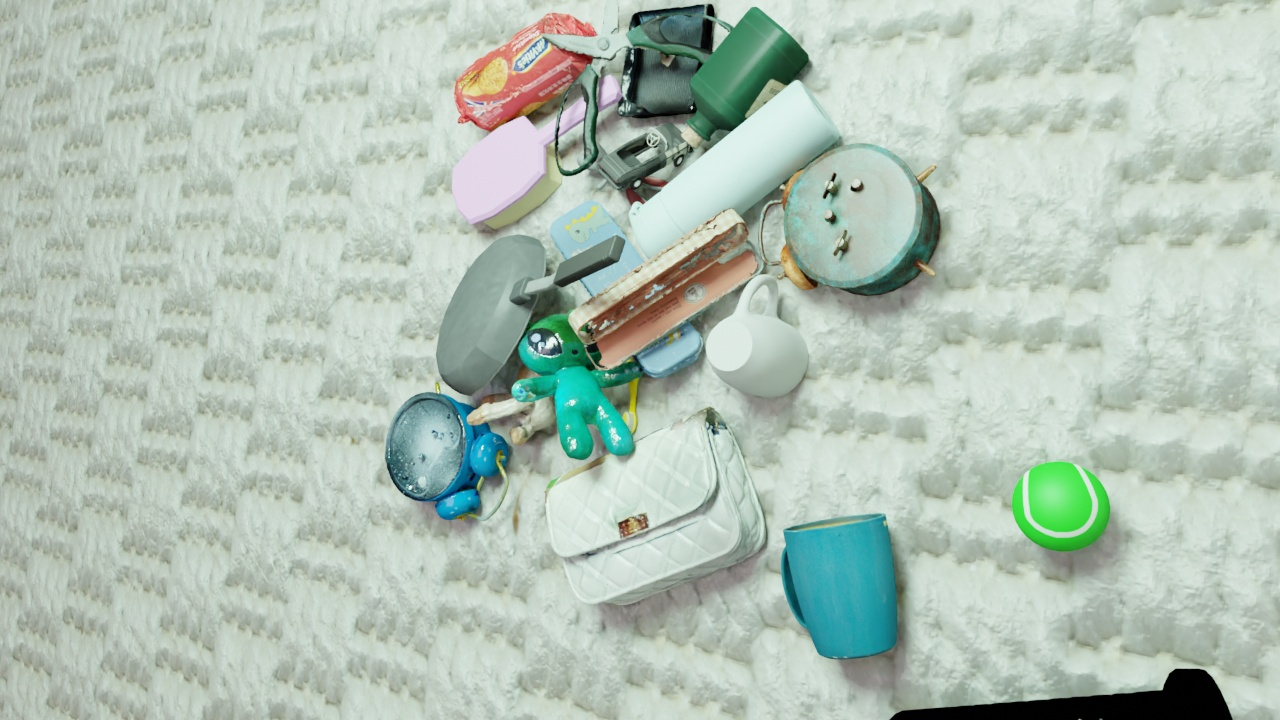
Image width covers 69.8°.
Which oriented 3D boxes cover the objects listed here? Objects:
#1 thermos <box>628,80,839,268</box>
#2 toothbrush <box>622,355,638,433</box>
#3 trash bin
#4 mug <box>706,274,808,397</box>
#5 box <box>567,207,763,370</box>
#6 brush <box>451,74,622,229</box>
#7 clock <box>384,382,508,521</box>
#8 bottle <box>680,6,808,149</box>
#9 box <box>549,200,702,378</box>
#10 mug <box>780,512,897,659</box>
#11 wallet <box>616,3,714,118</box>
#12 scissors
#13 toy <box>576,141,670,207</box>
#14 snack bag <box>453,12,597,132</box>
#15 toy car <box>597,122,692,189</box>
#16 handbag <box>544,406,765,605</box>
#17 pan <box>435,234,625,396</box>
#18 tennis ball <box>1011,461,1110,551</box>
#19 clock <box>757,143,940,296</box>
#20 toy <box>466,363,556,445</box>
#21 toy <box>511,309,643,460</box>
[{"bbox_3d":[0.081,-0.166,0.846,0.207,0.065,0.078,-37,108,22],"label":"thermos"},{"bbox_3d":[-0.005,0.005,0.904,0.021,0.016,0.135,4,85,30],"label":"toothbrush"},{"bbox_3d":[0.273,0.304,0.604,0.200,0.195,0.195,-15,75,39],"label":"trash bin"},{"bbox_3d":[0.099,-0.025,0.801,0.071,0.089,0.107,6,86,32],"label":"mug"},{"bbox_3d":[0.024,-0.062,0.838,0.187,0.085,0.048,-34,45,1],"label":"box"},{"bbox_3d":[-0.106,-0.225,0.982,0.229,0.043,0.089,-29,69,25],"label":"brush"},{"bbox_3d":[-0.205,0.106,0.988,0.161,0.060,0.117,43,104,27],"label":"clock"},{"bbox_3d":[0.088,-0.254,0.856,0.131,0.061,0.061,-48,60,17],"label":"bottle"},{"bbox_3d":[-0.018,-0.074,0.896,0.065,0.037,0.209,-29,63,-12],"label":"box"},{"bbox_3d":[0.157,0.184,0.750,0.112,0.084,0.104,-22,76,57],"label":"mug"},{"bbox_3d":[0.027,-0.298,0.921,0.089,0.026,0.115,6,86,32],"label":"wallet"},{"bbox_3d":[-0.013,-0.273,0.902,0.202,0.015,0.202,13,95,17],"label":"scissors"},{"bbox_3d":[-0.018,-0.186,0.931,0.112,0.030,0.049,38,88,24],"label":"toy"},{"bbox_3d":[-0.122,-0.312,0.987,0.177,0.082,0.082,-24,71,25],"label":"snack bag"},{"bbox_3d":[0.005,-0.201,0.896,0.092,0.037,0.040,-32,61,-17],"label":"toy car"},{"bbox_3d":[0.008,0.139,0.844,0.195,0.072,0.138,-28,68,25],"label":"handbag"},{"bbox_3d":[-0.114,-0.065,0.864,0.358,0.041,0.178,-15,53,58],"label":"pan"},{"bbox_3d":[0.306,0.106,0.669,0.065,0.065,0.065,-5,80,31],"label":"tennis ball"},{"bbox_3d":[0.169,-0.116,0.781,0.158,0.073,0.121,-1,82,32],"label":"clock"},{"bbox_3d":[-0.117,0.036,0.934,0.106,0.085,0.074,-45,84,8],"label":"toy"},{"bbox_3d":[-0.066,0.018,0.877,0.073,0.130,0.193,110,146,-45],"label":"toy"}]
